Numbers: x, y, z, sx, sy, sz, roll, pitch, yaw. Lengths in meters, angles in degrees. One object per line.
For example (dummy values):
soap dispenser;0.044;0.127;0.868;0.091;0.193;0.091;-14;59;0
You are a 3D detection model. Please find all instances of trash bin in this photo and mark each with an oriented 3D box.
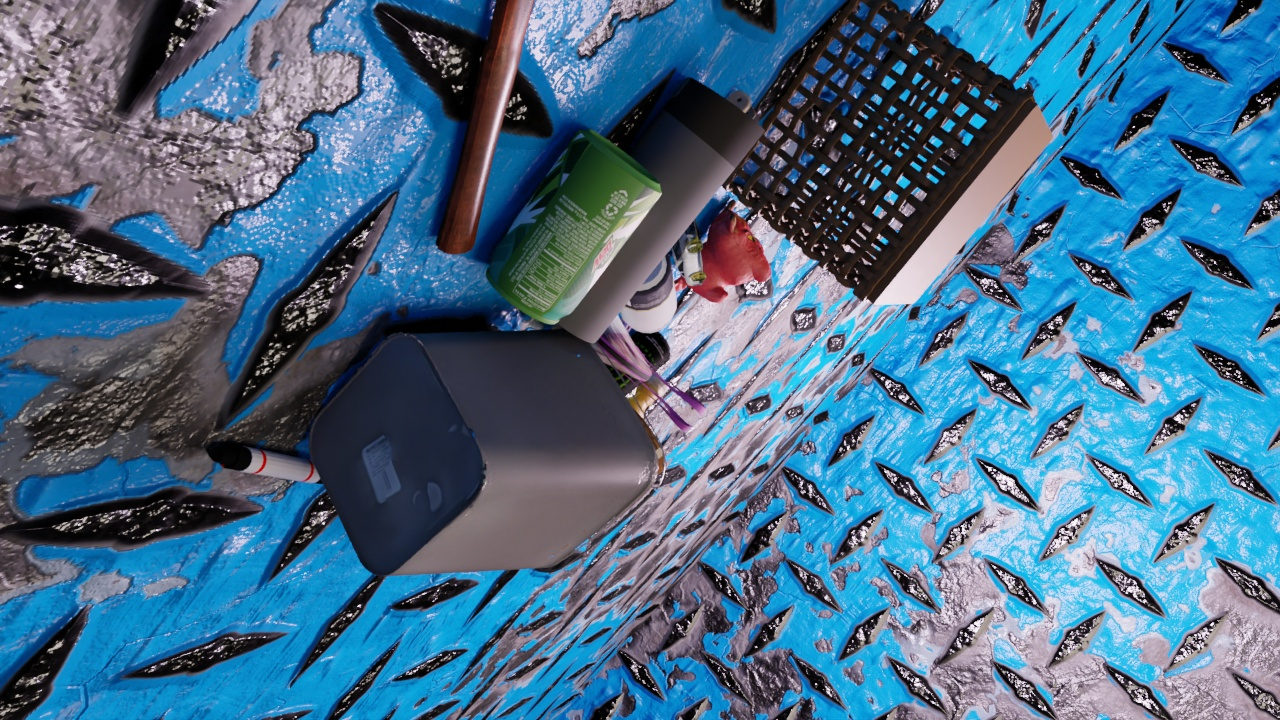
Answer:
trash bin;-0.134;0.078;0.789;0.198;0.197;0.219;-42;158;22

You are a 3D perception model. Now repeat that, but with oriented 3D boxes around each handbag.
handbag;-0.006;0.005;0.935;0.068;0.170;0.144;-49;173;3

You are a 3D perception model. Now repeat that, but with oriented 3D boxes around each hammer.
hammer;-0.092;-0.188;0.595;0.110;0.028;0.302;-28;154;-42

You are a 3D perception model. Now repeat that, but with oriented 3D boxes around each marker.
marker;-0.291;0.082;0.723;0.019;0.019;0.145;-47;161;0

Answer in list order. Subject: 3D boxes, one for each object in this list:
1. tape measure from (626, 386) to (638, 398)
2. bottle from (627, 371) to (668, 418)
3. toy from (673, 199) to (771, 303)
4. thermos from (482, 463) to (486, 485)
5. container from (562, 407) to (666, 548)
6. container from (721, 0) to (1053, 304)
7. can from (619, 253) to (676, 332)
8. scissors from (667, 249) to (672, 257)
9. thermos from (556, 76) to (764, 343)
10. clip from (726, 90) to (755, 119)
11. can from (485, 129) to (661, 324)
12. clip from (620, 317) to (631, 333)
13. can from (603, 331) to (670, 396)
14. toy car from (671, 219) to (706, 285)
tape measure;-0.019;0.027;1.171;0.065;0.036;0.059;-23;151;-50
bottle;-0.042;0.085;1.213;0.186;0.053;0.053;-42;161;-14
toy;0.076;-0.123;1.064;0.133;0.088;0.094;-28;127;1
thermos;-0.138;0.095;0.965;0.231;0.082;0.082;-56;160;9
container;-0.064;0.137;1.113;0.167;0.132;0.132;-33;158;-16
container;0.280;-0.224;1.027;0.252;0.214;0.219;-54;160;20
can;0.004;-0.074;0.972;0.064;0.064;0.127;-43;161;-10
scissors;0.057;-0.164;0.990;0.135;0.015;0.066;-55;157;16
thermos;0.002;-0.133;0.819;0.241;0.082;0.082;-51;161;11
clip;0.087;-0.234;0.895;0.060;0.024;0.039;-43;161;21
can;-0.056;-0.107;0.747;0.144;0.083;0.083;-52;161;14
clip;-0.019;-0.037;1.082;0.052;0.014;0.041;-49;161;13
can;-0.026;0.016;1.106;0.137;0.054;0.054;-39;160;-19
toy car;0.050;-0.121;0.979;0.033;0.048;0.105;-8;154;2
